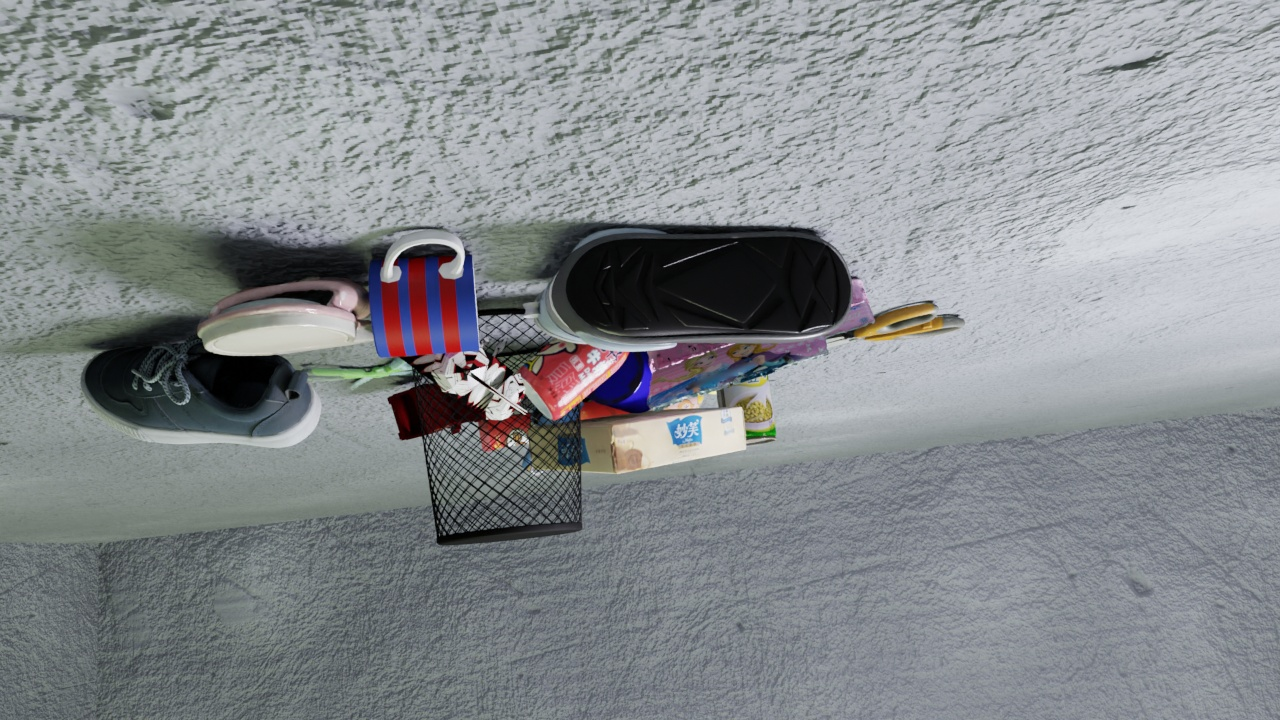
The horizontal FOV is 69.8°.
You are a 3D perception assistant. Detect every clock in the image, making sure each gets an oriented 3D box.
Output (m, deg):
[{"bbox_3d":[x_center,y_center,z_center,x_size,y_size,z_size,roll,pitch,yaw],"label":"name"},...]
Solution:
[{"bbox_3d":[-0.152,-0.003,0.792,0.155,0.065,0.114,31,173,34],"label":"clock"}]

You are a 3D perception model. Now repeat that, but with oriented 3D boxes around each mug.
[{"bbox_3d":[-0.163,-0.054,0.690,0.076,0.074,0.112,-4,142,-9],"label":"mug"},{"bbox_3d":[-0.006,0.006,1.030,0.111,0.079,0.083,-39,160,11],"label":"mug"}]

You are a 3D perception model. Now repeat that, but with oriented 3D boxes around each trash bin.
[{"bbox_3d":[-0.141,0.075,0.933,0.184,0.210,0.184,-6,168,-1],"label":"trash bin"}]

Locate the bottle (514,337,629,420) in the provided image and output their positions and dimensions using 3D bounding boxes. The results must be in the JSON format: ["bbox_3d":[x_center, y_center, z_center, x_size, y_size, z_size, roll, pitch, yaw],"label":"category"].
[{"bbox_3d":[-0.047,-0.009,0.852,0.137,0.062,0.062,-41,177,-16],"label":"bottle"}]

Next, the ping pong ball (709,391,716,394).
[{"bbox_3d":[0.098,0.026,1.231,0.040,0.040,0.040,-6,168,-1],"label":"ping pong ball"}]

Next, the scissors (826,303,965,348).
[{"bbox_3d":[0.285,-0.031,1.121,0.175,0.016,0.226,4,164,-39],"label":"scissors"}]

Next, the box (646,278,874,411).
[{"bbox_3d":[0.115,-0.021,0.909,0.231,0.062,0.160,-18,-175,14],"label":"box"}]

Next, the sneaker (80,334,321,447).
[{"bbox_3d":[-0.398,0.019,0.812,0.236,0.089,0.087,7,147,8],"label":"sneaker"}]

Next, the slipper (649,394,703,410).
[{"bbox_3d":[0.038,0.072,1.281,0.093,0.081,0.197,-2,177,-4],"label":"slipper"}]

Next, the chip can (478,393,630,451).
[{"bbox_3d":[-0.105,0.066,1.209,0.213,0.087,0.087,-6,168,-5],"label":"chip can"}]

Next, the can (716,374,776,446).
[{"bbox_3d":[0.128,0.043,1.137,0.067,0.121,0.067,-6,168,-2],"label":"can"}]

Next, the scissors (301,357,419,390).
[{"bbox_3d":[-0.298,0.015,1.045,0.171,0.021,0.173,-2,165,-40],"label":"scissors"}]

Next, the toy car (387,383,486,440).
[{"bbox_3d":[-0.244,0.054,1.086,0.170,0.070,0.061,-15,-178,41],"label":"toy car"}]

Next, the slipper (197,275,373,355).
[{"bbox_3d":[-0.268,-0.036,0.723,0.114,0.054,0.274,-8,180,-9],"label":"slipper"}]

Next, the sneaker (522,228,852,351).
[{"bbox_3d":[0.037,-0.051,0.772,0.256,0.093,0.161,-3,176,-22],"label":"sneaker"}]

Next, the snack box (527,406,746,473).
[{"bbox_3d":[-0.003,0.091,1.068,0.207,0.055,0.154,-5,180,-42],"label":"snack box"}]

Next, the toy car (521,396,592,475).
[{"bbox_3d":[-0.104,0.069,1.132,0.055,0.153,0.056,29,-171,16],"label":"toy car"}]
